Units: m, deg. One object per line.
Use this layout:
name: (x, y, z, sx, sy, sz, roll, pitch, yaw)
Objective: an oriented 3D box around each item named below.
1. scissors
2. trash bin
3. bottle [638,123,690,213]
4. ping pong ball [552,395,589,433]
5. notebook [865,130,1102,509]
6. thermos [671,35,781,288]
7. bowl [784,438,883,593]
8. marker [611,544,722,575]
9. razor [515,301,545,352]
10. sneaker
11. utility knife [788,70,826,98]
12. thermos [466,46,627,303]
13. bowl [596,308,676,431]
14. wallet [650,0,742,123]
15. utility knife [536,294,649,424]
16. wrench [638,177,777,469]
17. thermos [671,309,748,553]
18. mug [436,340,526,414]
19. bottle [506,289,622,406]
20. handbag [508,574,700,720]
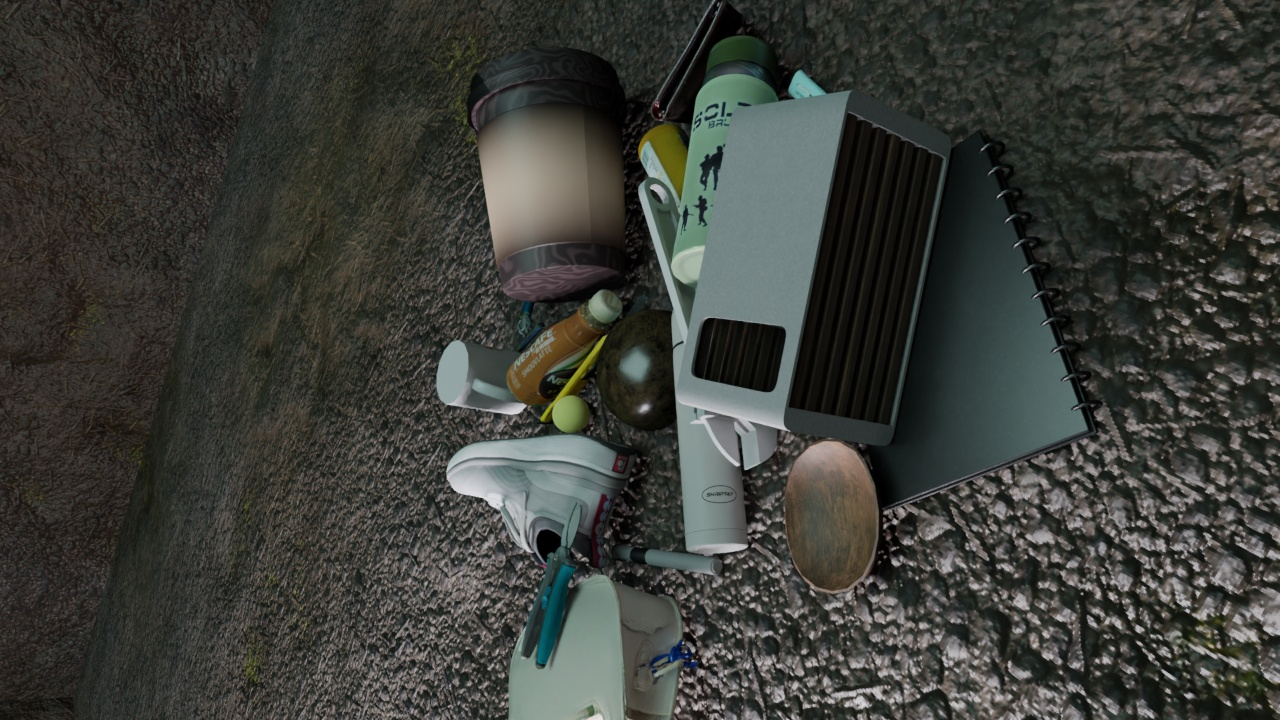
scissors: (-0.078, 0.209, 0.838, 0.132, 0.019, 0.148, -53, 30, 27)
trash bin: (0.126, -0.064, 0.677, 0.115, 0.114, 0.229, 12, 91, 54)
bottle: (0.052, -0.150, 0.867, 0.053, 0.053, 0.186, -50, 46, 31)
ping pong ball: (-0.074, 0.057, 0.979, 0.040, 0.040, 0.040, -18, 67, 48)
notebook: (0.216, -0.029, 0.661, 0.170, 0.019, 0.231, -34, 56, 43)
thermos: (0.082, -0.175, 0.795, 0.083, 0.082, 0.231, -21, 52, 47)
bowl: (0.151, 0.117, 0.692, 0.102, 0.026, 0.114, -20, 67, 57)
marker: (0.022, 0.183, 0.846, 0.141, 0.016, 0.016, -6, 75, 50)
razor: (-0.126, -0.060, 1.047, 0.042, 0.022, 0.143, -45, 23, 20)
sneaker: (-0.114, 0.148, 0.956, 0.264, 0.096, 0.128, -7, 70, 43)
utility knife: (0.163, -0.210, 0.780, 0.022, 0.015, 0.119, -55, 47, 24)
thermos: (-0.091, -0.187, 0.974, 0.173, 0.172, 0.226, -19, 72, 47)
bowl: (-0.005, 0.005, 0.894, 0.121, 0.056, 0.121, -18, 67, 48)
wallet: (0.054, -0.283, 0.874, 0.031, 0.099, 0.120, 33, 109, 5)
utility knife: (-0.052, 0.002, 0.974, 0.018, 0.030, 0.207, 47, 121, 19)
wrench: (0.054, -0.038, 0.789, 0.018, 0.086, 0.273, -34, 63, 41)
thermos: (0.058, 0.053, 0.805, 0.052, 0.052, 0.224, -24, 62, 46)
mug: (-0.174, 0.025, 1.072, 0.105, 0.089, 0.073, 28, 102, 51)
bottle: (-0.080, -0.015, 0.991, 0.168, 0.059, 0.059, -43, 50, 34)
handbag: (-0.037, 0.307, 0.809, 0.201, 0.093, 0.199, -40, 34, 38)
